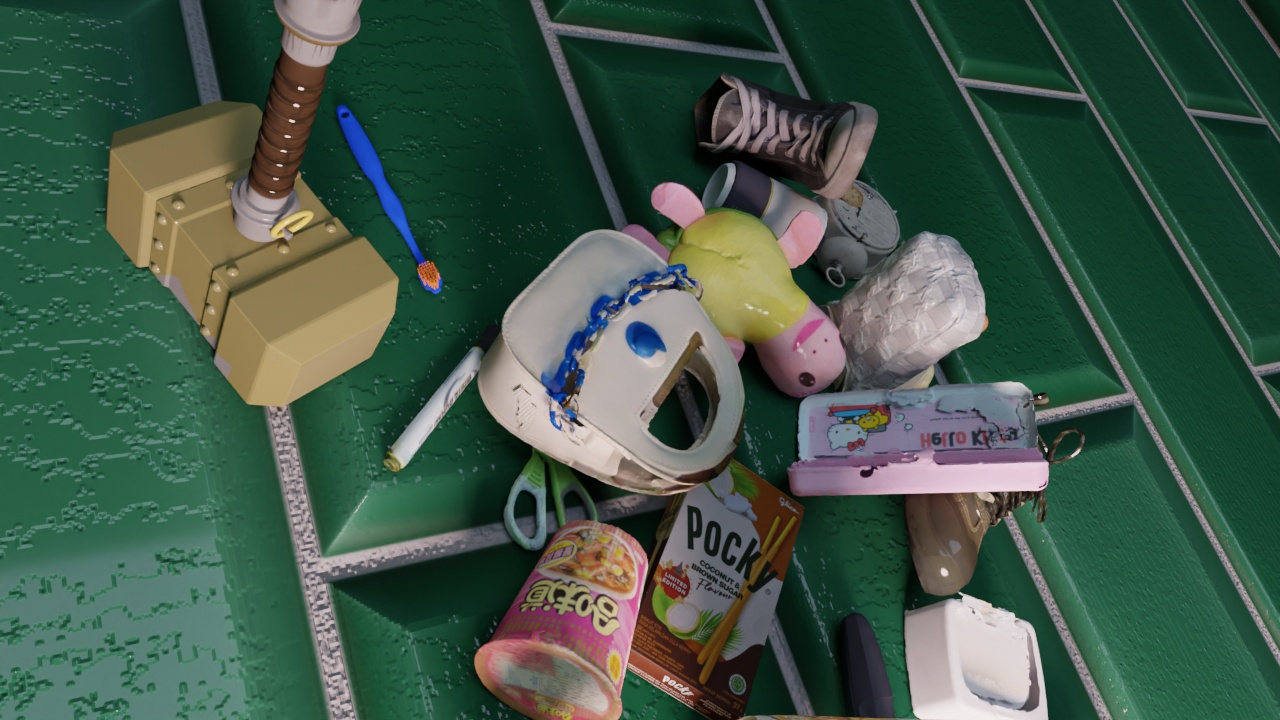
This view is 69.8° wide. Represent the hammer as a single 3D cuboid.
[{"bbox_3d":[-0.204,-0.127,0.522,0.190,0.326,0.100,50,49,3],"label":"hammer"}]

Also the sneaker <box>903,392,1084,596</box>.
[{"bbox_3d":[0.321,0.111,0.815,0.101,0.143,0.237,62,37,-32],"label":"sneaker"}]

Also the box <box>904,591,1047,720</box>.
[{"bbox_3d":[0.287,0.252,0.766,0.107,0.076,0.102,22,55,-22],"label":"box"}]

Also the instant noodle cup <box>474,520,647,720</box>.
[{"bbox_3d":[-0.043,0.169,0.606,0.097,0.098,0.108,35,42,-10],"label":"instant noodle cup"}]

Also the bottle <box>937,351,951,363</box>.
[{"bbox_3d":[0.275,-0.040,0.951,0.112,0.047,0.046,40,50,-5],"label":"bottle"}]

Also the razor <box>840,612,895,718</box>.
[{"bbox_3d":[0.182,0.268,0.714,0.052,0.047,0.142,-2,58,-5],"label":"razor"}]

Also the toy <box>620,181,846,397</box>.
[{"bbox_3d":[0.091,-0.062,0.820,0.238,0.088,0.189,36,67,-9],"label":"toy"}]

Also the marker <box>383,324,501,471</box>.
[{"bbox_3d":[-0.142,0.025,0.675,0.017,0.017,0.146,38,50,-7],"label":"marker"}]

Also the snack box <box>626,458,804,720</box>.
[{"bbox_3d":[0.056,0.165,0.702,0.101,0.032,0.185,35,50,-10],"label":"snack box"}]

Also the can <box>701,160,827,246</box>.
[{"bbox_3d":[0.127,-0.145,0.910,0.127,0.064,0.064,22,53,-19],"label":"can"}]

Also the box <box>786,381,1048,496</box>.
[{"bbox_3d":[0.231,0.079,0.775,0.149,0.202,0.073,-55,138,-62],"label":"box"}]

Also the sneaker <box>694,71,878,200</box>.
[{"bbox_3d":[0.137,-0.224,0.891,0.119,0.095,0.234,12,20,-19],"label":"sneaker"}]

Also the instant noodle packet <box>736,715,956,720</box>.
[{"bbox_3d":[0.136,0.248,0.556,0.163,0.222,0.084,6,58,-9],"label":"instant noodle packet"}]

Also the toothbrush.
[{"bbox_3d":[-0.201,-0.131,0.729,0.016,0.018,0.182,-27,78,-14],"label":"toothbrush"}]

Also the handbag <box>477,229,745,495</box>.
[{"bbox_3d":[-0.004,0.004,0.688,0.199,0.093,0.200,35,47,-1],"label":"handbag"}]

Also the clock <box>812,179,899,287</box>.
[{"bbox_3d":[0.221,-0.131,0.961,0.103,0.061,0.156,35,48,-10],"label":"clock"}]

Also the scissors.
[{"bbox_3d":[-0.067,0.062,0.702,0.078,0.033,0.175,9,62,-23],"label":"scissors"}]

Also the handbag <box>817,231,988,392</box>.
[{"bbox_3d":[0.251,-0.035,0.850,0.123,0.172,0.112,6,60,-29],"label":"handbag"}]
